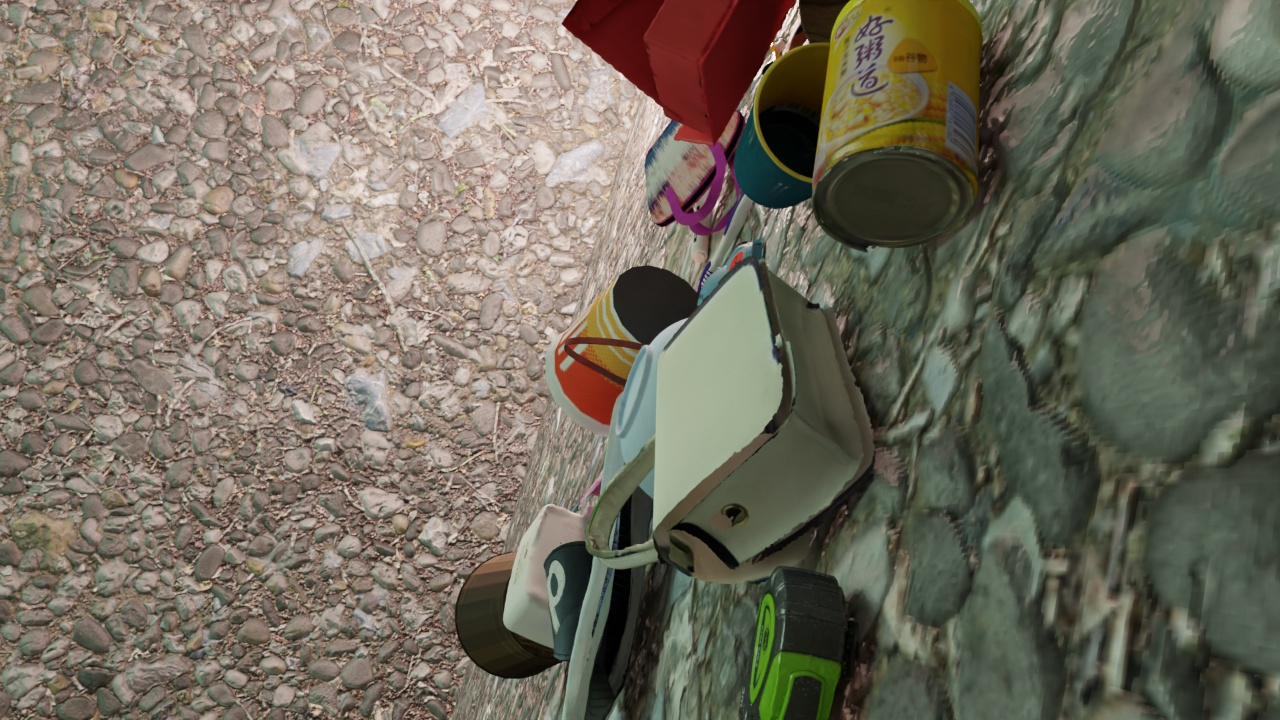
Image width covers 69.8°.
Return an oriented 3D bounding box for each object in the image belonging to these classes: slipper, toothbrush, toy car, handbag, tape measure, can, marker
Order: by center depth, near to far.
[{"bbox_3d":[0.065,0.117,0.365,0.059,0.036,0.065,103,178,-74],"label":"tape measure"},{"bbox_3d":[0.112,-0.107,0.398,0.068,0.067,0.104,122,163,-60],"label":"can"},{"bbox_3d":[0.037,0.051,0.479,0.176,0.074,0.151,-47,22,26],"label":"handbag"},{"bbox_3d":[-0.035,0.148,0.701,0.111,0.063,0.263,57,-138,-63],"label":"slipper"},{"bbox_3d":[0.064,-0.053,0.731,0.108,0.027,0.060,117,168,-47],"label":"toy car"},{"bbox_3d":[0.148,-0.294,0.737,0.135,0.017,0.021,118,170,-62],"label":"toothbrush"},{"bbox_3d":[-0.004,0.004,0.743,0.029,0.119,0.055,-85,15,-56],"label":"handbag"},{"bbox_3d":[0.117,-0.247,0.792,0.031,0.031,0.196,-32,24,25],"label":"toothbrush"},{"bbox_3d":[0.064,-0.079,0.833,0.016,0.015,0.187,-90,19,-49],"label":"toothbrush"},{"bbox_3d":[0.061,-0.181,0.906,0.145,0.068,0.169,-49,26,24],"label":"handbag"},{"bbox_3d":[0.063,-0.143,0.956,0.020,0.017,0.133,-33,31,31],"label":"marker"}]

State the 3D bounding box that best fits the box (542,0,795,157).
[{"bbox_3d":[0.038,-0.307,0.864,0.212,0.128,0.426,-61,17,-5],"label":"box"}]

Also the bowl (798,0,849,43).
[{"bbox_3d":[0.139,-0.226,0.513,0.120,0.032,0.119,-26,60,56],"label":"bowl"}]

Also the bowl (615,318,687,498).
[{"bbox_3d":[0.028,0.032,0.636,0.150,0.074,0.150,-165,91,-81],"label":"bowl"}]

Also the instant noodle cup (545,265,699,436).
[{"bbox_3d":[-0.007,-0.013,0.830,0.121,0.123,0.123,-51,22,49],"label":"instant noodle cup"}]

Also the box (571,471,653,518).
[{"bbox_3d":[-0.036,0.131,0.882,0.231,0.063,0.084,123,163,-61],"label":"box"}]

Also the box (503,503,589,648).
[{"bbox_3d":[-0.068,0.205,0.803,0.102,0.102,0.107,-52,20,39],"label":"box"}]

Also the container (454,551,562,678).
[{"bbox_3d":[-0.104,0.247,0.911,0.168,0.132,0.132,138,149,-63],"label":"container"}]

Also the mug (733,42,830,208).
[{"bbox_3d":[0.095,-0.132,0.554,0.121,0.078,0.078,164,123,-86],"label":"mug"}]
